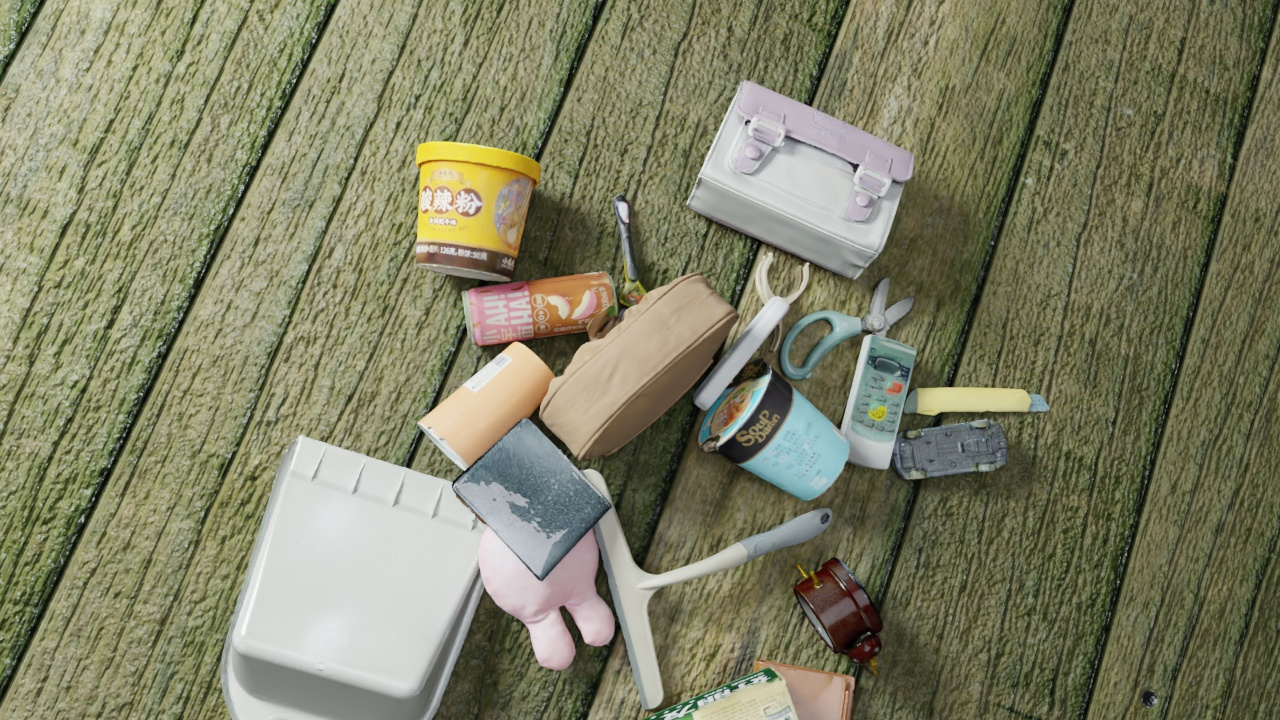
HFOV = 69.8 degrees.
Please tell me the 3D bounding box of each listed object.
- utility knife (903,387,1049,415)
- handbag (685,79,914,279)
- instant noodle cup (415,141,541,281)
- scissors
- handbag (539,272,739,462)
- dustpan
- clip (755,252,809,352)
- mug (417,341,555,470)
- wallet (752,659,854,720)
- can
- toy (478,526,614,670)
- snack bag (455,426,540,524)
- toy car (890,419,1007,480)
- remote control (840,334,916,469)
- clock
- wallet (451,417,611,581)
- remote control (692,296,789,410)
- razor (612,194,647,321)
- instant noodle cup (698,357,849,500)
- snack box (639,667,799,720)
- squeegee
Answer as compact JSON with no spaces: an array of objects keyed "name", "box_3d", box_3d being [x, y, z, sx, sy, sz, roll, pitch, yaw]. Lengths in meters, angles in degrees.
[{"name":"utility knife","box_3d":[0.363,0.044,0.984,0.175,0.019,0.031,1,87,-8]},{"name":"handbag","box_3d":[0.167,-0.190,0.942,0.197,0.099,0.144,24,66,-1]},{"name":"instant noodle cup","box_3d":[-0.162,-0.139,0.881,0.118,0.118,0.114,8,90,-8]},{"name":"scissors","box_3d":[0.241,0.000,0.971,0.174,0.019,0.176,-30,87,-13]},{"name":"handbag","box_3d":[-0.005,0.005,0.869,0.204,0.148,0.100,-40,78,-12]},{"name":"dustpan","box_3d":[-0.271,0.241,0.865,0.222,0.143,0.257,18,51,-6]},{"name":"clip","box_3d":[0.130,-0.068,0.956,0.089,0.035,0.104,35,87,-7]},{"name":"mug","box_3d":[-0.142,0.044,0.879,0.078,0.078,0.122,43,75,-1]},{"name":"wallet","box_3d":[0.154,0.369,0.903,0.108,0.031,0.131,11,81,-4]},{"name":"can","box_3d":[-0.099,-0.051,0.904,0.147,0.058,0.058,-8,84,-10]},{"name":"toy","box_3d":[-0.086,0.208,0.869,0.121,0.054,0.159,-20,90,-30]},{"name":"snack bag","box_3d":[-0.127,0.110,0.892,0.105,0.026,0.045,-43,76,-13]},{"name":"toy car","box_3d":[0.323,0.094,0.963,0.120,0.037,0.054,-7,84,0]},{"name":"remote control","box_3d":[0.243,0.044,0.946,0.056,0.019,0.135,18,81,-8]},{"name":"clock","box_3d":[0.199,0.252,0.900,0.055,0.082,0.122,-30,87,-7]},{"name":"wallet","box_3d":[-0.099,0.125,0.840,0.121,0.019,0.097,47,66,-2]},{"name":"remote control","box_3d":[0.100,-0.007,0.916,0.020,0.056,0.136,38,94,-2]},{"name":"razor","box_3d":[-0.011,-0.103,0.943,0.042,0.022,0.142,-6,83,-12]},{"name":"instant noodle cup","box_3d":[0.136,0.076,0.906,0.120,0.111,0.111,36,79,-12]},{"name":"snack box","box_3d":[0.039,0.385,0.849,0.240,0.063,0.114,-22,82,-4]},{"name":"squeegee","box_3d":[0.089,0.191,0.902,0.246,0.039,0.246,-16,96,-16]}]
